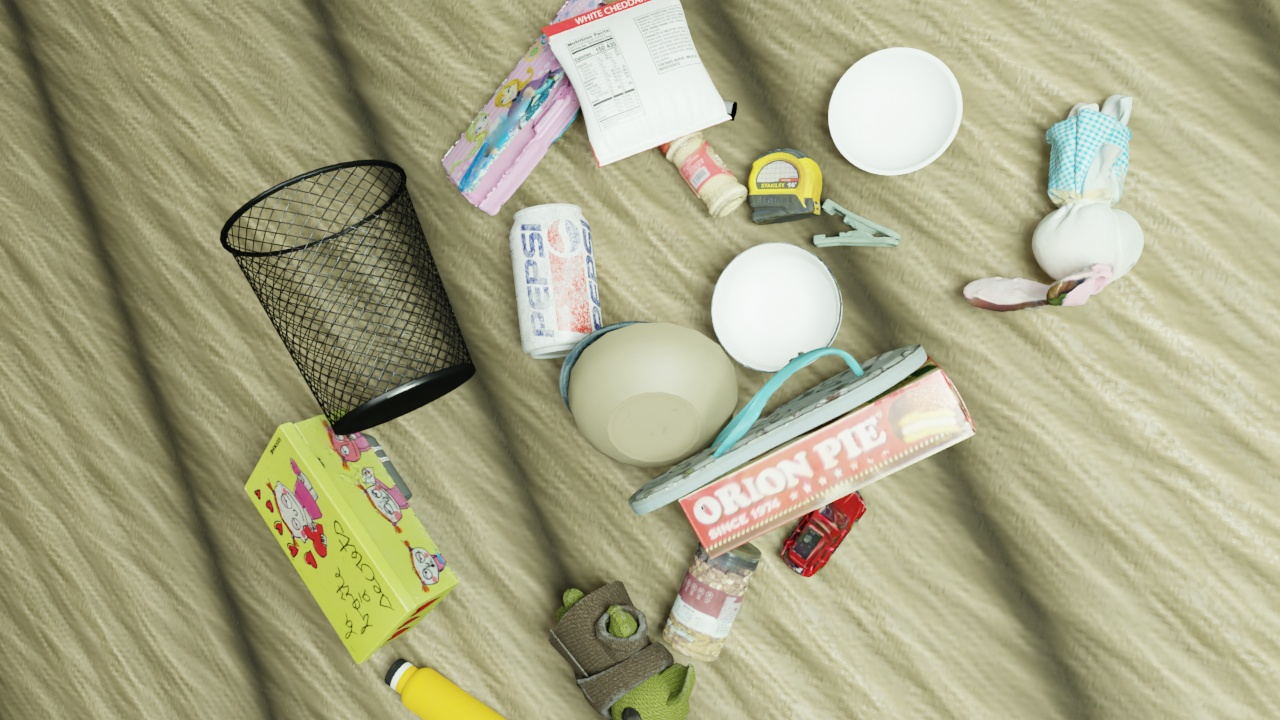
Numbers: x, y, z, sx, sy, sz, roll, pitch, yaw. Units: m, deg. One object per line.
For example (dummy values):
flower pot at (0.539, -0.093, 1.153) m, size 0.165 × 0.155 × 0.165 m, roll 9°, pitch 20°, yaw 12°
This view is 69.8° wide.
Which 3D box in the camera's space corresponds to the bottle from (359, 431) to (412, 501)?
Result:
bottle at (-0.279, 0.101, 0.949) m, size 0.030 × 0.030 × 0.113 m, roll -40°, pitch 77°, yaw 12°

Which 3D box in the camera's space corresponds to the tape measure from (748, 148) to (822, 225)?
tape measure at (0.132, -0.158, 0.829) m, size 0.066 × 0.037 × 0.064 m, roll -5°, pitch 87°, yaw 34°

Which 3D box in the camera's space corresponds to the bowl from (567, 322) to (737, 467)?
bowl at (0.012, 0.042, 0.805) m, size 0.152 × 0.050 × 0.153 m, roll -1°, pitch 128°, yaw -1°

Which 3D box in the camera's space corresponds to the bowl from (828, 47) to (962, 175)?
bowl at (0.222, -0.212, 0.804) m, size 0.110 × 0.040 × 0.110 m, roll -1°, pitch 87°, yaw 17°

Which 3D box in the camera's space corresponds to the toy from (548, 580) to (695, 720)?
toy at (-0.020, 0.273, 0.821) m, size 0.152 × 0.078 × 0.180 m, roll 50°, pitch 142°, yaw 25°

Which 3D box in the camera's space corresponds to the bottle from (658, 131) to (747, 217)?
bottle at (0.053, -0.184, 0.854) m, size 0.044 × 0.044 × 0.109 m, roll -39°, pitch 78°, yaw 12°

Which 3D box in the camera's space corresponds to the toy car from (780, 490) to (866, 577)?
toy car at (0.161, 0.148, 0.812) m, size 0.042 × 0.036 × 0.091 m, roll 37°, pitch 93°, yaw 16°

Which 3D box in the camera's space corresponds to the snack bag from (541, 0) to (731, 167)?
snack bag at (-0.004, -0.262, 0.831) m, size 0.130 × 0.039 × 0.144 m, roll -21°, pitch 82°, yaw -3°

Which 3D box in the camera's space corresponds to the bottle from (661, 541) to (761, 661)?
bottle at (0.064, 0.210, 0.827) m, size 0.056 × 0.056 × 0.105 m, roll 23°, pitch 94°, yaw 16°

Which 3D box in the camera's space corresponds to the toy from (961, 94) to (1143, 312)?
toy at (0.359, -0.121, 0.747) m, size 0.105 × 0.131 × 0.205 m, roll 25°, pitch 78°, yaw -21°

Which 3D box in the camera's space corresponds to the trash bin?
trash bin at (-0.269, -0.053, 0.882) m, size 0.184 × 0.184 × 0.210 m, roll -27°, pitch 86°, yaw 14°

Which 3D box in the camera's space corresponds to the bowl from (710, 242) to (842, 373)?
bowl at (0.124, -0.045, 0.815) m, size 0.113 × 0.063 × 0.113 m, roll -1°, pitch 88°, yaw 17°

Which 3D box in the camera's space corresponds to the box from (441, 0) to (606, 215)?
box at (-0.107, -0.256, 0.893) m, size 0.230 × 0.053 × 0.084 m, roll -49°, pitch 60°, yaw 10°

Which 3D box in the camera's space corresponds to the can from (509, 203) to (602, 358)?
can at (-0.080, -0.074, 0.871) m, size 0.078 × 0.078 × 0.136 m, roll -9°, pitch 85°, yaw 16°

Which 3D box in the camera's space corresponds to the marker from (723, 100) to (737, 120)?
marker at (0.023, -0.250, 0.879) m, size 0.140 × 0.016 × 0.016 m, roll 14°, pitch 91°, yaw 17°

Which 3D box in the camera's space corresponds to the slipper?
slipper at (0.101, 0.042, 0.756) m, size 0.269 × 0.098 × 0.054 m, roll -30°, pitch 90°, yaw 10°

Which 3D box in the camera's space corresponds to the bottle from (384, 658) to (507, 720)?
bottle at (-0.188, 0.344, 0.905) m, size 0.144 × 0.043 × 0.043 m, roll 27°, pitch 95°, yaw 16°

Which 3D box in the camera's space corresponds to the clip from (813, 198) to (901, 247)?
clip at (0.195, -0.115, 0.819) m, size 0.076 × 0.023 × 0.059 m, roll 17°, pitch 94°, yaw 19°

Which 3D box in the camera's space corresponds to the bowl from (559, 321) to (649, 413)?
bowl at (-0.005, 0.005, 0.845) m, size 0.137 × 0.057 × 0.137 m, roll -1°, pitch 128°, yaw -1°

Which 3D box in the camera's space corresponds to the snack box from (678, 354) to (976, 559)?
snack box at (0.153, 0.078, 0.771) m, size 0.237 × 0.113 × 0.060 m, roll -28°, pitch 90°, yaw 14°

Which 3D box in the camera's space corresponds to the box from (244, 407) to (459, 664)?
box at (-0.286, 0.171, 0.904) m, size 0.125 × 0.080 × 0.221 m, roll -45°, pitch 74°, yaw 36°
